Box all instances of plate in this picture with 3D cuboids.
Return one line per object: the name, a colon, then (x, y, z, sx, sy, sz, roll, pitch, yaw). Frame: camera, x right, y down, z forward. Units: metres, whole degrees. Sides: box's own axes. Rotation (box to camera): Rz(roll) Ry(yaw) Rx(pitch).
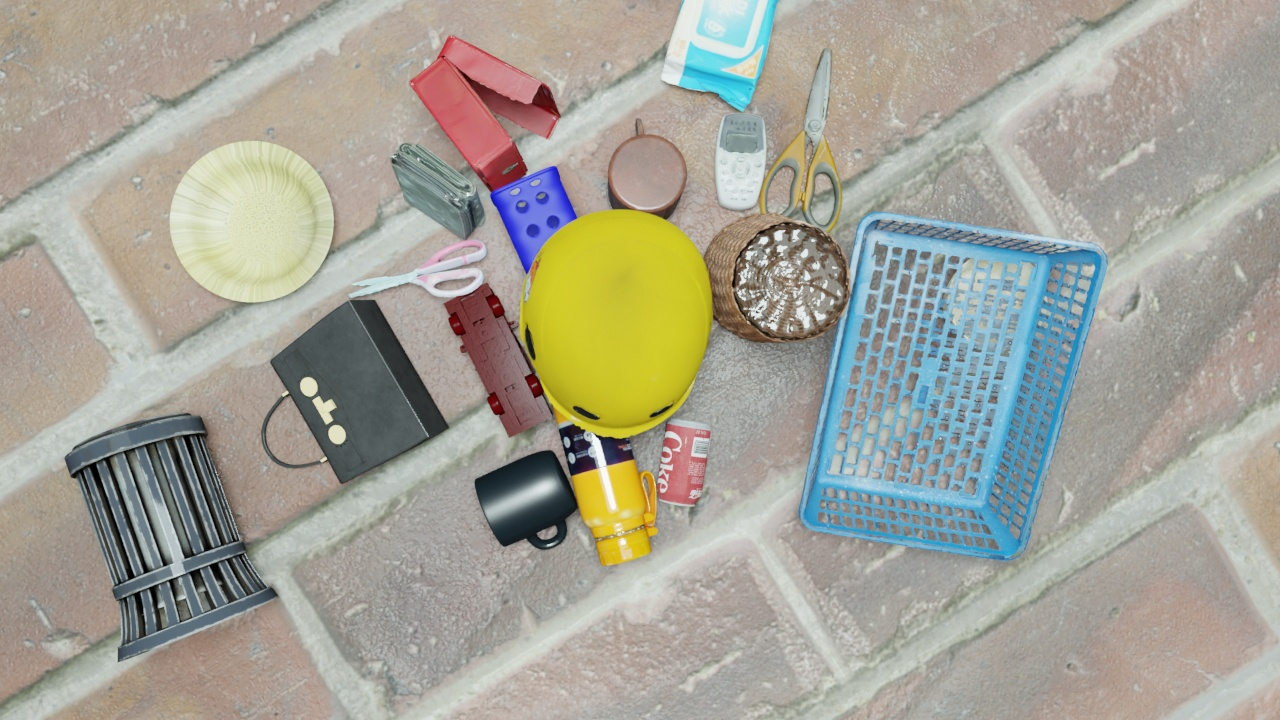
plate: (-0.446, -0.159, 1.068, 0.184, 0.036, 0.184, 0, 89, -2)

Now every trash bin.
trash bin: (0.146, -0.092, 0.993, 0.151, 0.210, 0.151, 0, 94, -1)
trash bin: (-0.517, 0.185, 1.002, 0.164, 0.164, 0.227, -21, 86, -2)

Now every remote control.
remote control: (0.118, -0.236, 1.092, 0.060, 0.028, 0.114, 5, 88, -2)

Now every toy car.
toy car: (-0.162, 0.000, 1.062, 0.070, 0.062, 0.170, -26, 90, -3)

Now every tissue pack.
tissue pack: (0.102, -0.408, 1.079, 0.117, 0.066, 0.209, 16, 90, -1)

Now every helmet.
helmet: (-0.019, -0.046, 0.937, 0.209, 0.140, 0.240, -2, 80, -7)

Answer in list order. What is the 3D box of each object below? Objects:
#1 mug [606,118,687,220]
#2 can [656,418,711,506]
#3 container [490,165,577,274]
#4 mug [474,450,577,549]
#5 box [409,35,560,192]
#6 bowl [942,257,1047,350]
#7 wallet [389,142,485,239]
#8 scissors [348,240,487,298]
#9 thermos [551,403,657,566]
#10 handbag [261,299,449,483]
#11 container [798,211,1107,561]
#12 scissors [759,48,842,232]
mug: (0.004, -0.219, 1.051, 0.096, 0.110, 0.123, -9, 89, -7)
can: (0.050, 0.119, 1.071, 0.054, 0.054, 0.096, 9, 89, -2)
container: (-0.110, -0.149, 1.056, 0.084, 0.085, 0.113, -24, 91, -2)
mug: (-0.122, 0.169, 1.057, 0.094, 0.085, 0.122, -24, 118, -2)
box: (-0.180, -0.268, 1.022, 0.137, 0.157, 0.126, 33, 92, 1)
bowl: (0.409, -0.068, 1.081, 0.115, 0.062, 0.115, 0, 89, -2)
wallet: (-0.225, -0.191, 1.030, 0.100, 0.132, 0.054, 32, 84, -2)
scissors: (-0.261, -0.089, 1.058, 0.178, 0.016, 0.101, -16, 46, 1)
thermos: (-0.038, 0.111, 1.046, 0.091, 0.076, 0.232, -15, 83, -2)
handbag: (-0.357, 0.055, 1.064, 0.196, 0.072, 0.176, -30, 90, 8)
container: (0.328, 0.026, 1.017, 0.257, 0.089, 0.363, 9, 107, 1)
scissors: (0.216, -0.263, 1.101, 0.114, 0.016, 0.229, 16, 89, 0)
